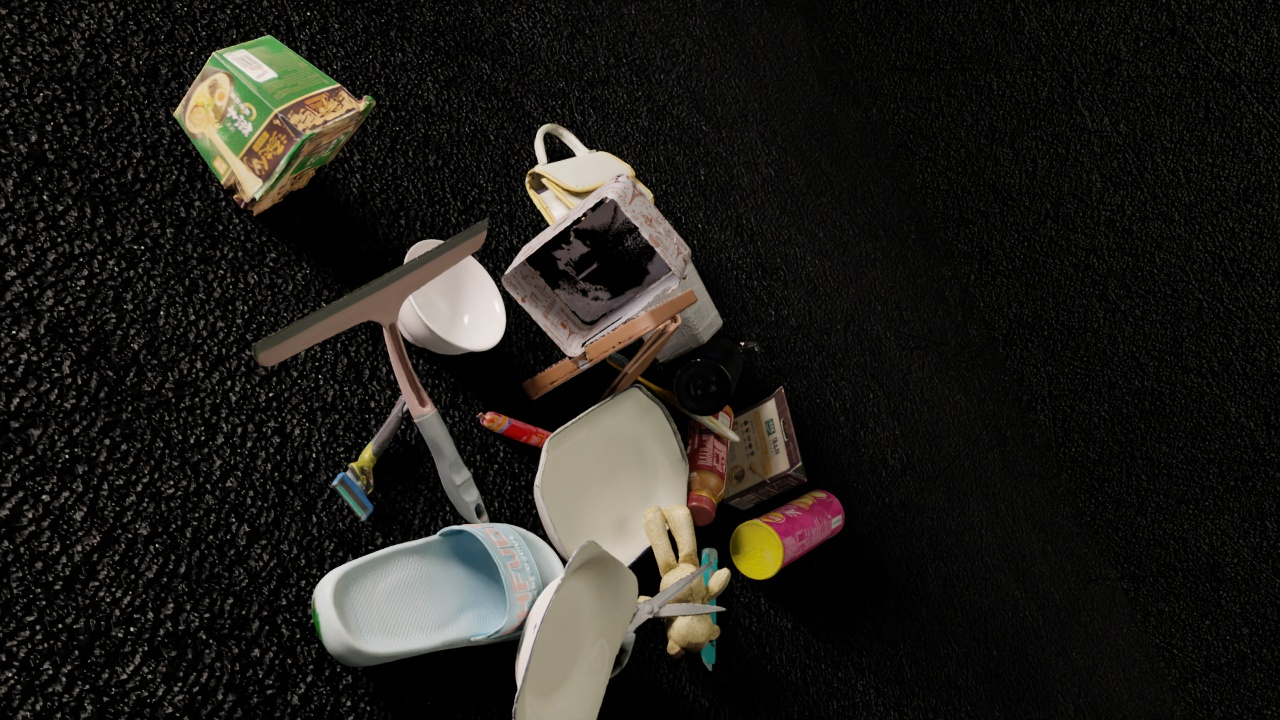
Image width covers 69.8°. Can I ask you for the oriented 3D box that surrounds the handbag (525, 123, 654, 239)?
[{"bbox_3d":[-0.079,-0.239,1.191,0.178,0.063,0.162,51,37,4],"label":"handbag"}]

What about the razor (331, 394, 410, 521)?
[{"bbox_3d":[-0.221,0.072,0.774,0.043,0.022,0.142,61,27,-29],"label":"razor"}]

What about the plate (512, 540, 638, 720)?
[{"bbox_3d":[-0.061,0.240,0.783,0.163,0.034,0.164,-69,152,-21],"label":"plate"}]

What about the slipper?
[{"bbox_3d":[-0.145,0.181,0.740,0.245,0.074,0.104,2,61,-53],"label":"slipper"}]

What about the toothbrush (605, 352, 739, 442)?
[{"bbox_3d":[0.041,0.045,1.110,0.191,0.018,0.016,33,47,-2],"label":"toothbrush"}]

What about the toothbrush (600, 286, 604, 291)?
[{"bbox_3d":[-0.059,-0.172,1.216,0.016,0.016,0.189,21,48,-39],"label":"toothbrush"}]

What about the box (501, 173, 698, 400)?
[{"bbox_3d":[-0.055,-0.063,0.976,0.156,0.183,0.192,48,30,-15],"label":"box"}]

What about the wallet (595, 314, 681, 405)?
[{"bbox_3d":[-0.006,0.006,1.035,0.020,0.101,0.115,40,51,3],"label":"wallet"}]

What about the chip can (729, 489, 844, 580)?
[{"bbox_3d":[0.193,0.221,1.185,0.210,0.072,0.071,-7,70,-57],"label":"chip can"}]

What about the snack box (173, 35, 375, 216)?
[{"bbox_3d":[-0.321,-0.210,0.789,0.105,0.118,0.118,46,31,-12],"label":"snack box"}]

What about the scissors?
[{"bbox_3d":[0.002,0.241,0.881,0.175,0.014,0.159,35,65,-17],"label":"scissors"}]

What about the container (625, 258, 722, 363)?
[{"bbox_3d":[0.040,-0.068,1.200,0.114,0.090,0.090,59,32,-6],"label":"container"}]

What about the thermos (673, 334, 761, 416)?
[{"bbox_3d":[0.103,0.006,1.163,0.068,0.090,0.242,64,15,-5],"label":"thermos"}]

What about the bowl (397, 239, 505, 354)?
[{"bbox_3d":[-0.194,-0.048,0.874,0.118,0.065,0.118,35,38,-33],"label":"bowl"}]

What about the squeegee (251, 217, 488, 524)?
[{"bbox_3d":[-0.185,0.040,0.790,0.246,0.040,0.250,-39,120,-43],"label":"squeegee"}]

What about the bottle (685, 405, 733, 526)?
[{"bbox_3d":[0.079,0.124,1.118,0.057,0.058,0.174,44,34,-23],"label":"bottle"}]

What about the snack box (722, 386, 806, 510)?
[{"bbox_3d":[0.154,0.113,1.166,0.053,0.126,0.113,29,42,-43],"label":"snack box"}]

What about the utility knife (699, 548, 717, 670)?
[{"bbox_3d":[0.078,0.274,1.032,0.029,0.013,0.156,38,37,-28],"label":"utility knife"}]

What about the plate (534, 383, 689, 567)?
[{"bbox_3d":[-0.030,0.125,0.965,0.264,0.034,0.162,-31,101,-57],"label":"plate"}]

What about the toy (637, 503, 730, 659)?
[{"bbox_3d":[0.039,0.225,0.948,0.105,0.066,0.157,-14,93,-25],"label":"toy"}]

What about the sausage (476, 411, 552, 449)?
[{"bbox_3d":[-0.105,0.079,0.936,0.155,0.020,0.020,25,45,-42],"label":"sausage"}]
